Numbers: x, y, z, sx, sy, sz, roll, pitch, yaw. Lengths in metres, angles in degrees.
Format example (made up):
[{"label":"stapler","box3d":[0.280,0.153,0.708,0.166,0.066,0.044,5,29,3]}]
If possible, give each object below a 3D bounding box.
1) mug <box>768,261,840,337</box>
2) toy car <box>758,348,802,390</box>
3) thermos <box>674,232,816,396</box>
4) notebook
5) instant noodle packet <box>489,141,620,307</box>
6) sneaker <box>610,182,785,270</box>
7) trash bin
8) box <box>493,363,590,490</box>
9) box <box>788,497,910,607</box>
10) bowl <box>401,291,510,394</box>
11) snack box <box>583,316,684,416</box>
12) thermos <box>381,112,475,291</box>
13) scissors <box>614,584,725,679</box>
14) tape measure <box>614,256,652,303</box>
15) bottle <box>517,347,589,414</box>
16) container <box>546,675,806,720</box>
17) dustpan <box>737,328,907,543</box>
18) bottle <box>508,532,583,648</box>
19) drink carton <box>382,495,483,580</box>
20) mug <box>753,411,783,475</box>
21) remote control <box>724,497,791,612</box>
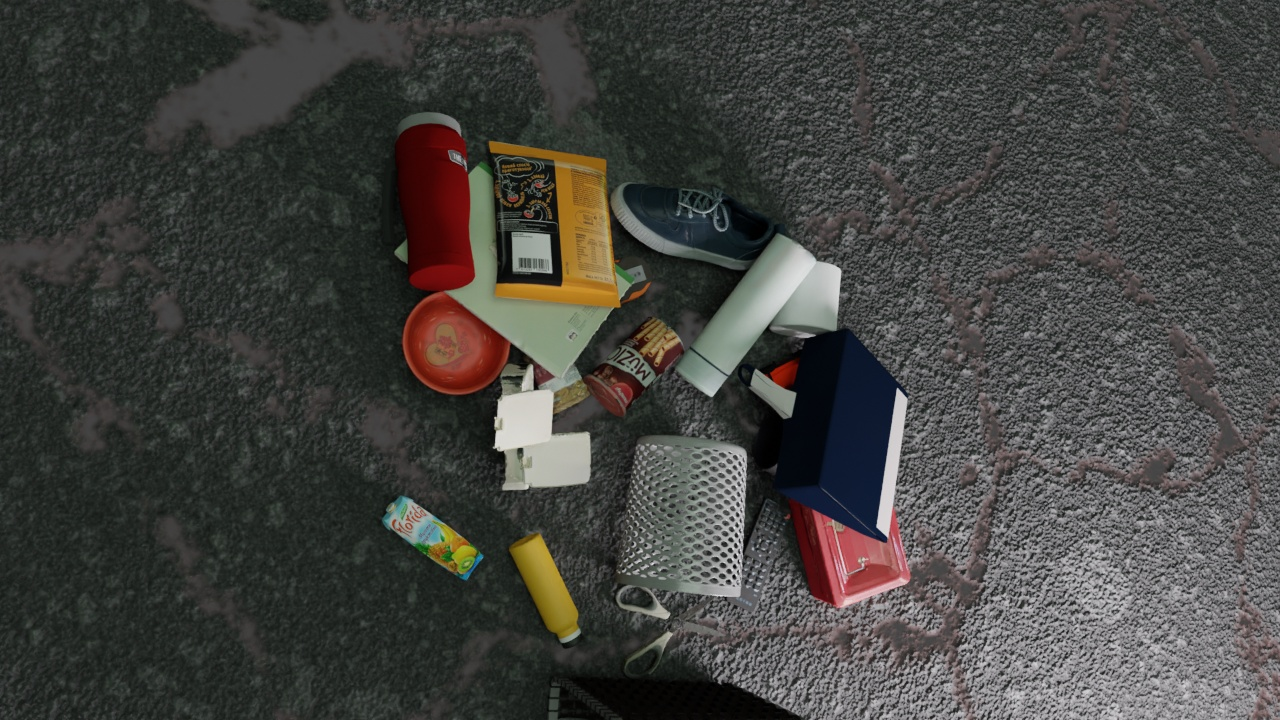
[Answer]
[{"label":"mug","box3d":[0.237,-0.081,1.284,0.121,0.091,0.090,16,77,-50]},{"label":"toy car","box3d":[0.205,0.021,1.277,0.100,0.049,0.051,-25,93,-20]},{"label":"thermos","box3d":[0.138,-0.060,1.215,0.068,0.068,0.230,36,94,-13]},{"label":"notebook","box3d":[-0.151,-0.118,1.150,0.252,0.010,0.181,37,62,-4]},{"label":"instant noodle packet","box3d":[-0.109,-0.173,1.164,0.159,0.032,0.220,4,67,-23]},{"label":"sneaker","box3d":[0.078,-0.191,1.224,0.235,0.088,0.089,15,55,-19]},{"label":"trash bin","box3d":[0.056,0.194,1.155,0.156,0.157,0.183,10,79,-18]},{"label":"box","box3d":[-0.110,0.086,1.067,0.105,0.187,0.143,-1,101,-1]},{"label":"box","box3d":[0.287,0.247,1.268,0.128,0.087,0.157,-14,93,-20]},{"label":"bowl","box3d":[-0.229,-0.021,1.133,0.130,0.045,0.130,2,84,-19]},{"label":"snack box","box3d":[-0.007,0.007,1.194,0.121,0.072,0.072,-45,99,-18]},{"label":"thermos","box3d":[-0.255,-0.186,1.091,0.108,0.084,0.198,-12,73,11]},{"label":"scissors","box3d":[0.030,0.346,1.204,0.157,0.013,0.171,45,73,-11]},{"label":"tape measure","box3d":[-0.013,-0.109,1.220,0.058,0.038,0.058,-17,90,-20]},{"label":"bottle","box3d":[-0.112,0.010,1.165,0.056,0.056,0.105,-28,93,-20]},{"label":"container","box3d":[0.038,0.513,1.070,0.243,0.246,0.247,6,83,-22]},{"label":"dustpan","box3d":[0.238,0.078,1.206,0.273,0.080,0.235,40,54,-34]},{"label":"bottle","box3d":[-0.114,0.289,1.143,0.043,0.043,0.143,-26,93,-20]},{"label":"drink carton","box3d":[-0.252,0.213,1.106,0.129,0.039,0.044,39,74,-12]},{"label":"mug","box3d":[0.223,0.109,1.259,0.100,0.085,0.118,22,72,-24]},{"label":"remote control","box3d":[0.159,0.265,1.253,0.047,0.022,0.150,29,74,-14]}]
